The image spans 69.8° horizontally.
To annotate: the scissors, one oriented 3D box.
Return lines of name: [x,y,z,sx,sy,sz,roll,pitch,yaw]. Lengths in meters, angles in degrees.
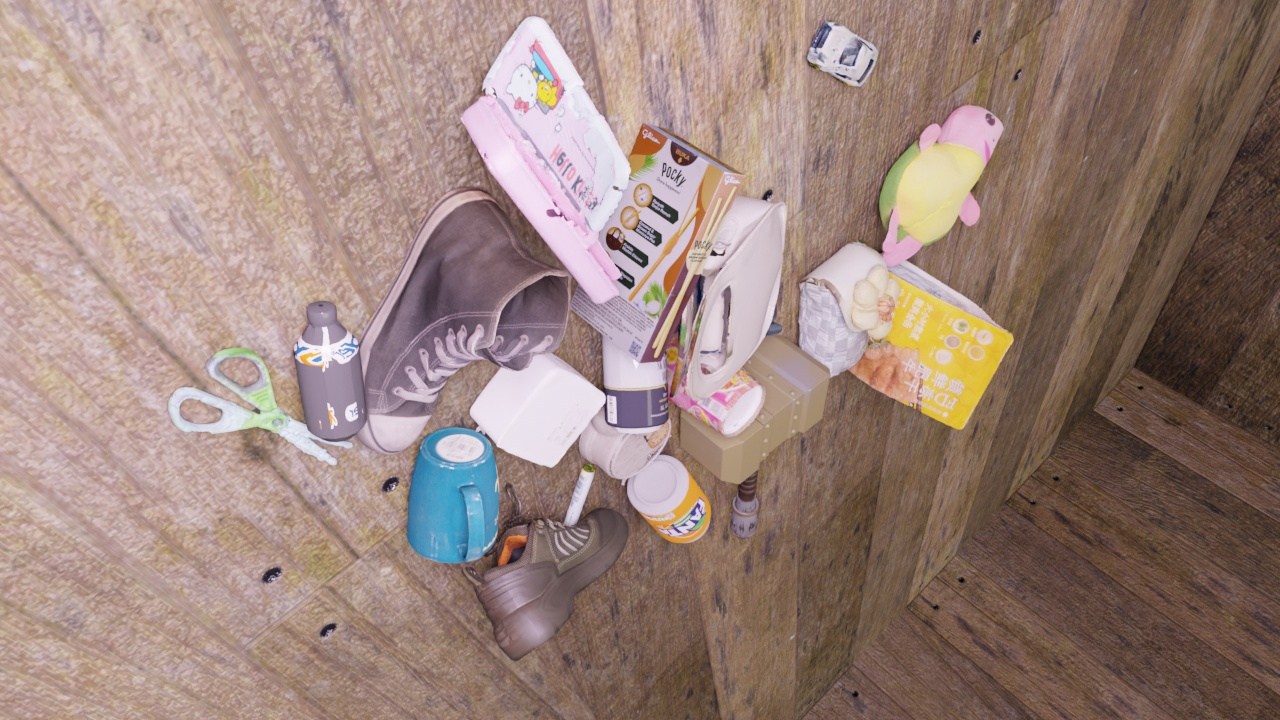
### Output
scissors: [-0.272,0.041,0.698,0.078,0.033,0.175,-52,153,-3]

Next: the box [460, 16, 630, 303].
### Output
box: [-0.068,-0.144,0.712,0.073,0.149,0.201,-9,151,17]

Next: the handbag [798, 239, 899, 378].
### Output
handbag: [0.269,-0.052,1.183,0.112,0.123,0.172,-37,141,-32]

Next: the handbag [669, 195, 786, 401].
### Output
handbag: [0.068,-0.058,0.921,0.199,0.093,0.201,-55,155,-39]

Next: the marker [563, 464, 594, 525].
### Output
marker: [-0.080,0.183,1.081,0.017,0.017,0.147,-13,133,-45]

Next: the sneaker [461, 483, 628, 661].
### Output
sneaker: [-0.115,0.203,0.993,0.101,0.143,0.237,-42,179,30]

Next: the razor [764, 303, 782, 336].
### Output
razor: [0.137,-0.079,1.067,0.143,0.047,0.052,76,30,-47]

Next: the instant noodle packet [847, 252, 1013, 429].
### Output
instant noodle packet: [0.380,-0.026,1.256,0.084,0.221,0.163,-21,138,-44]

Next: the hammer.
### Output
hammer: [0.147,0.141,1.245,0.189,0.101,0.325,-34,144,-26]

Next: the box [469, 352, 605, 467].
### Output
box: [-0.105,0.041,0.887,0.102,0.076,0.107,-51,146,3]

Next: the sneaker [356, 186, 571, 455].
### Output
sneaker: [-0.144,-0.004,0.715,0.095,0.120,0.235,11,116,-55]

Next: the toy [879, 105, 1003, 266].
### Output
toy: [0.376,-0.228,1.173,0.190,0.088,0.238,38,86,-39]

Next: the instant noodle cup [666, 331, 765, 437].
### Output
instant noodle cup: [0.079,0.028,1.037,0.097,0.108,0.098,-32,144,-27]

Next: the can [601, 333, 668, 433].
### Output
can: [-0.005,0.005,0.918,0.064,0.064,0.127,-11,103,-46]

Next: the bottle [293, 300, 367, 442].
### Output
bottle: [-0.231,0.008,0.681,0.046,0.047,0.113,-24,132,-36]

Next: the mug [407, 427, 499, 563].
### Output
mug: [-0.164,0.127,0.831,0.084,0.112,0.104,-6,122,-26]

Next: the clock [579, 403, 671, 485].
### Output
clock: [-0.016,0.076,1.010,0.103,0.061,0.157,-45,150,-10]

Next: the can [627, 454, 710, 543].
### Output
can: [0.040,0.180,1.170,0.079,0.079,0.142,-46,148,-8]

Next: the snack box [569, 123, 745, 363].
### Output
snack box: [0.010,-0.103,0.823,0.031,0.101,0.186,-5,126,-50]

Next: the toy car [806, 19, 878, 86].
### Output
toy car: [0.208,-0.309,0.931,0.105,0.033,0.048,1,123,-51]
